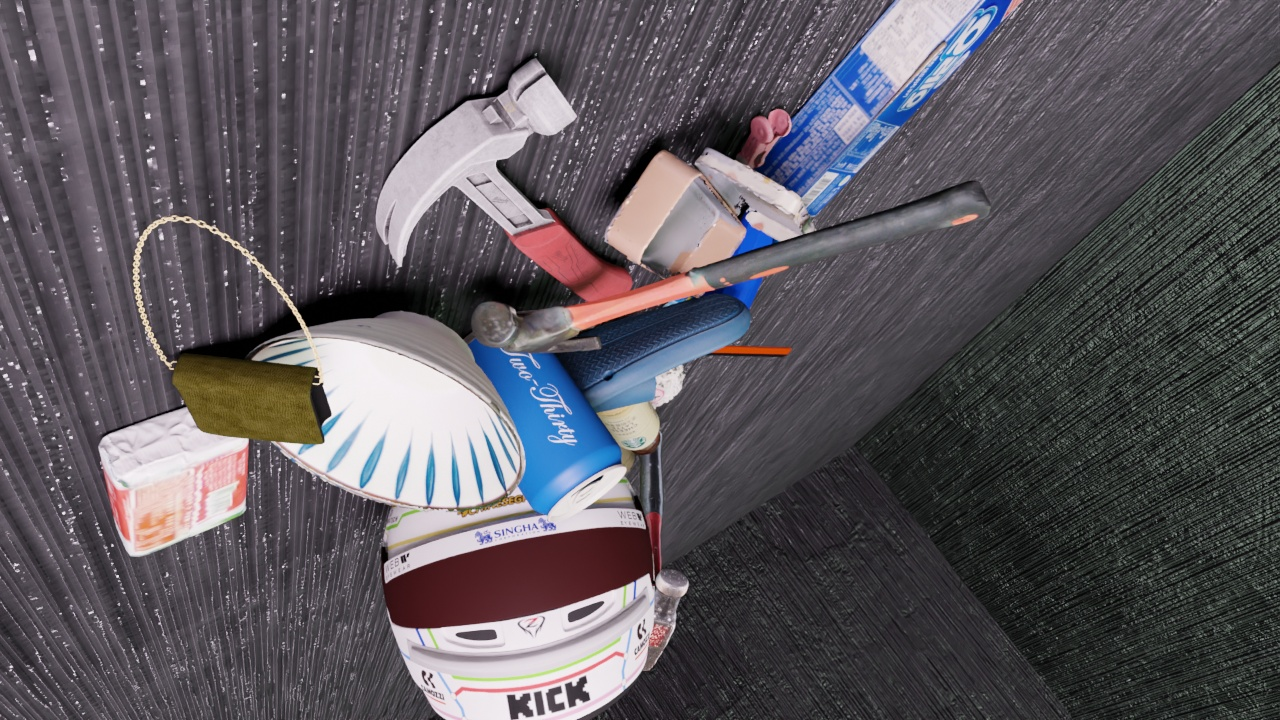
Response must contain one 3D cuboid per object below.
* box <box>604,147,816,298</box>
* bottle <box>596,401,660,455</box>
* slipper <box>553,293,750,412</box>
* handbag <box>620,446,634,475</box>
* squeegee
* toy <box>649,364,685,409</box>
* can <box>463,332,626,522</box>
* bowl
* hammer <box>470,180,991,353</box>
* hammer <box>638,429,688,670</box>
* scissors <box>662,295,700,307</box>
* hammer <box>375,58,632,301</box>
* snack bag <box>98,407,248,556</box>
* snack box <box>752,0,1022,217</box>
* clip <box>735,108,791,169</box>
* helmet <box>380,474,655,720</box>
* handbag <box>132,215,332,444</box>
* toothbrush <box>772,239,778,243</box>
[{"bbox_3d":[0.061,-0.087,0.679,0.105,0.096,0.216,-49,167,8],"label":"box"},{"bbox_3d":[-0.015,0.057,0.968,0.056,0.056,0.162,-35,152,-3],"label":"bottle"},{"bbox_3d":[-0.005,0.004,0.776,0.214,0.059,0.103,-22,-153,1],"label":"slipper"},{"bbox_3d":[-0.113,0.149,1.052,0.233,0.088,0.190,-39,178,7],"label":"handbag"},{"bbox_3d":[0.081,-0.070,0.835,0.249,0.055,0.185,1,126,-32],"label":"squeegee"},{"bbox_3d":[0.006,0.038,1.045,0.109,0.041,0.096,-30,166,2],"label":"toy"},{"bbox_3d":[-0.080,0.042,0.693,0.079,0.146,0.079,-33,163,-12],"label":"can"},{"bbox_3d":[-0.149,0.019,0.573,0.178,0.177,0.070,123,-14,-50],"label":"bowl"},{"bbox_3d":[0.063,-0.059,0.615,0.334,0.033,0.133,-15,171,14],"label":"hammer"},{"bbox_3d":[0.009,0.179,0.975,0.325,0.036,0.141,-90,-163,-61],"label":"hammer"},{"bbox_3d":[0.049,-0.069,0.890,0.104,0.019,0.132,-33,159,-17],"label":"scissors"},{"bbox_3d":[-0.063,-0.078,0.605,0.126,0.036,0.315,-35,164,5],"label":"hammer"},{"bbox_3d":[-0.283,0.073,0.564,0.076,0.036,0.116,-23,159,-35],"label":"snack bag"},{"bbox_3d":[0.179,-0.206,0.695,0.059,0.059,0.227,-8,147,-51],"label":"snack box"},{"bbox_3d":[0.087,-0.163,0.691,0.037,0.022,0.059,-31,165,-28],"label":"clip"},{"bbox_3d":[-0.108,0.165,0.802,0.231,0.236,0.315,-10,177,-10],"label":"helmet"},{"bbox_3d":[-0.205,-0.013,0.461,0.084,0.027,0.178,6,146,-4],"label":"handbag"},{"bbox_3d":[0.141,-0.130,0.895,0.021,0.016,0.132,-30,162,-15],"label":"toothbrush"}]
